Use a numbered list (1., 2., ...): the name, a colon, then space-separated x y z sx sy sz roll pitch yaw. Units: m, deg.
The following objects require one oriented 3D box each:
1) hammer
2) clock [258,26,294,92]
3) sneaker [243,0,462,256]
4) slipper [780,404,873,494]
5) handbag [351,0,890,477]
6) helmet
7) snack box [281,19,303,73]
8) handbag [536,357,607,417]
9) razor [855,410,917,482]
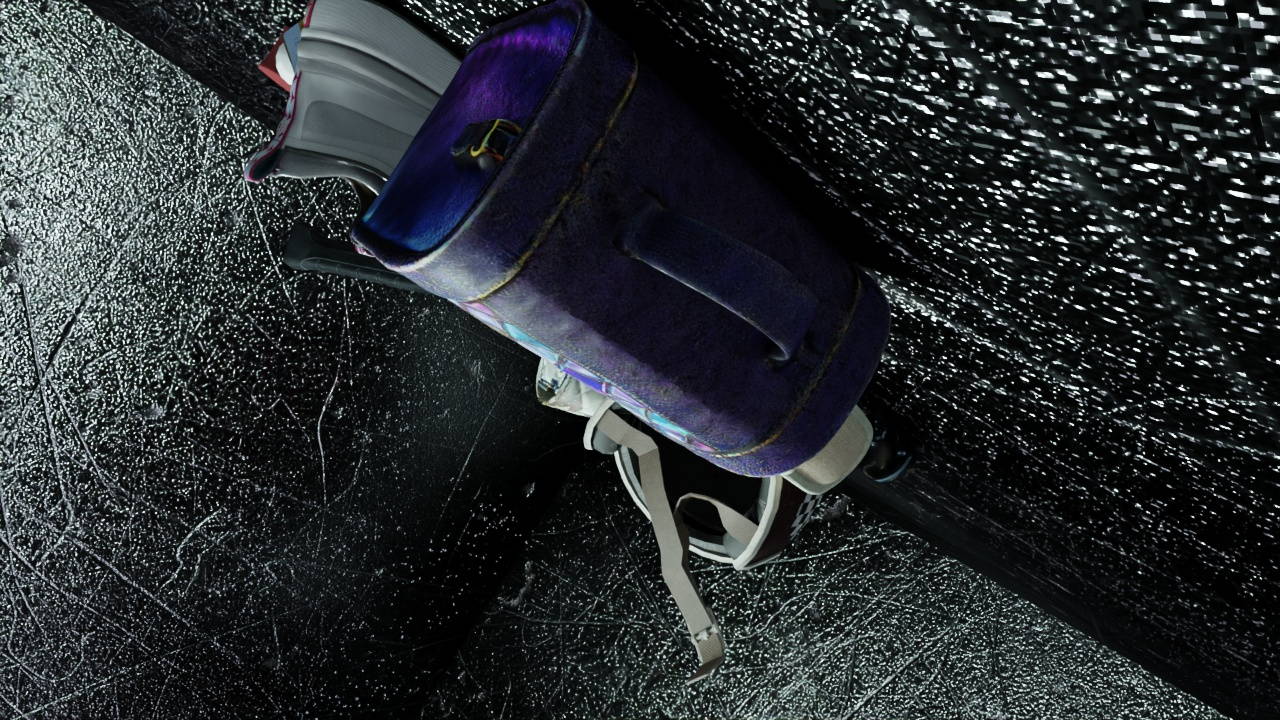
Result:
1. hammer: -0.197 -0.081 0.913 0.333 0.117 0.025 11 168 8
2. clock: -0.277 -0.244 0.791 0.087 0.044 0.124 34 177 -38
3. sneaker: -0.117 -0.107 0.591 0.263 0.128 0.097 32 179 -39
4. slipper: 0.122 0.037 0.677 0.052 0.115 0.263 44 -179 39
5. handbag: -0.005 -0.048 0.422 0.204 0.125 0.222 34 176 -35
6. helmet: 0.068 0.096 0.860 0.233 0.234 0.253 37 -160 17
7. snack box: -0.192 -0.175 0.719 0.101 0.032 0.186 64 -168 25
8. handbag: -0.006 0.006 0.977 0.194 0.139 0.072 18 -174 -37
9. razor: 0.234 0.081 0.878 0.064 0.053 0.140 -3 162 12
